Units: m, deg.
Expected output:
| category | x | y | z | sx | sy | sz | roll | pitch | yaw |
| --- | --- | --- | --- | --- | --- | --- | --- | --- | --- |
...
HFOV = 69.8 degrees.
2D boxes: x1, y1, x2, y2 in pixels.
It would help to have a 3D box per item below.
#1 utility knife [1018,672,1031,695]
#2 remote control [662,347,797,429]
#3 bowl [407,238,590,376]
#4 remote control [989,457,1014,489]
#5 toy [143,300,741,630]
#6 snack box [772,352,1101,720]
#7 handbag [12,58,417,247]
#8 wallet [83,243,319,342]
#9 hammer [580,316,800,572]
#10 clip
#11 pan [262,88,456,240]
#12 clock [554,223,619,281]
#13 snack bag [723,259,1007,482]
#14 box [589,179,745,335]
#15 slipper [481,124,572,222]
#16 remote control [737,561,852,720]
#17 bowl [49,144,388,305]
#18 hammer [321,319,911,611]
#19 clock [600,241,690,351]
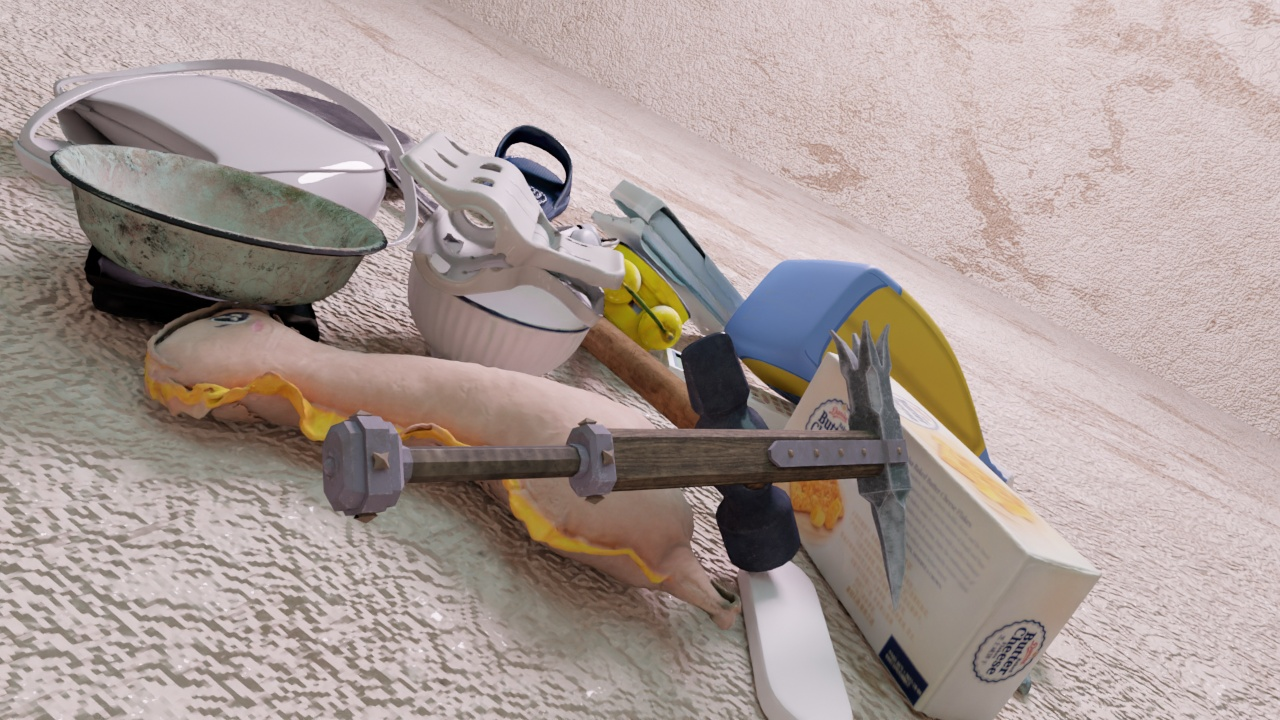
| category | x | y | z | sx | sy | sz | roll | pitch | yaw |
| --- | --- | --- | --- | --- | --- | --- | --- | --- | --- |
| utility knife | 0.195 | 0.117 | 0.566 | 0.031 | 0.015 | 0.178 | 25 | 36 | -53 |
| remote control | 0.080 | 0.035 | 0.709 | 0.143 | 0.024 | 0.049 | 24 | 15 | -9 |
| bowl | -0.095 | -0.023 | 0.579 | 0.118 | 0.062 | 0.118 | 22 | 19 | -8 |
| remote control | 0.267 | 0.078 | 0.808 | 0.011 | 0.050 | 0.136 | -33 | 49 | -17 |
| toy | -0.091 | 0.039 | 0.425 | 0.264 | 0.065 | 0.196 | 15 | 19 | -23 |
| snack box | 0.151 | 0.091 | 0.531 | 0.057 | 0.104 | 0.207 | 16 | 22 | -26 |
| handbag | -0.277 | -0.133 | 0.591 | 0.216 | 0.096 | 0.222 | 29 | 22 | 14 |
| wallet | -0.238 | -0.042 | 0.502 | 0.114 | 0.026 | 0.089 | 13 | 23 | -32 |
| hammer | -0.003 | 0.004 | 0.589 | 0.040 | 0.129 | 0.322 | -25 | 25 | -14 |
| clip | -0.085 | -0.067 | 0.552 | 0.152 | 0.097 | 0.126 | 43 | 16 | -18 |
| pan | -0.222 | -0.162 | 0.820 | 0.357 | 0.055 | 0.187 | 30 | 19 | 24 |
| clock | -0.076 | -0.079 | 0.695 | 0.122 | 0.035 | 0.094 | -12 | 13 | 3 |
| snack bag | 0.187 | 0.017 | 0.744 | 0.205 | 0.102 | 0.159 | 42 | -5 | -17 |
| box | 0.043 | -0.073 | 0.786 | 0.083 | 0.066 | 0.199 | 8 | -25 | 40 |
| slipper | -0.116 | -0.209 | 1.011 | 0.101 | 0.083 | 0.263 | 25 | 19 | -10 |
| remote control | 0.074 | 0.137 | 0.453 | 0.043 | 0.013 | 0.136 | 23 | 19 | -8 |
| bowl | -0.213 | -0.066 | 0.471 | 0.157 | 0.039 | 0.157 | 19 | 14 | -5 |
| hammer | 0.021 | 0.045 | 0.383 | 0.316 | 0.147 | 0.028 | 4 | -15 | -43 |
| clock | -0.003 | -0.047 | 0.716 | 0.083 | 0.057 | 0.119 | 47 | -4 | -10 |
